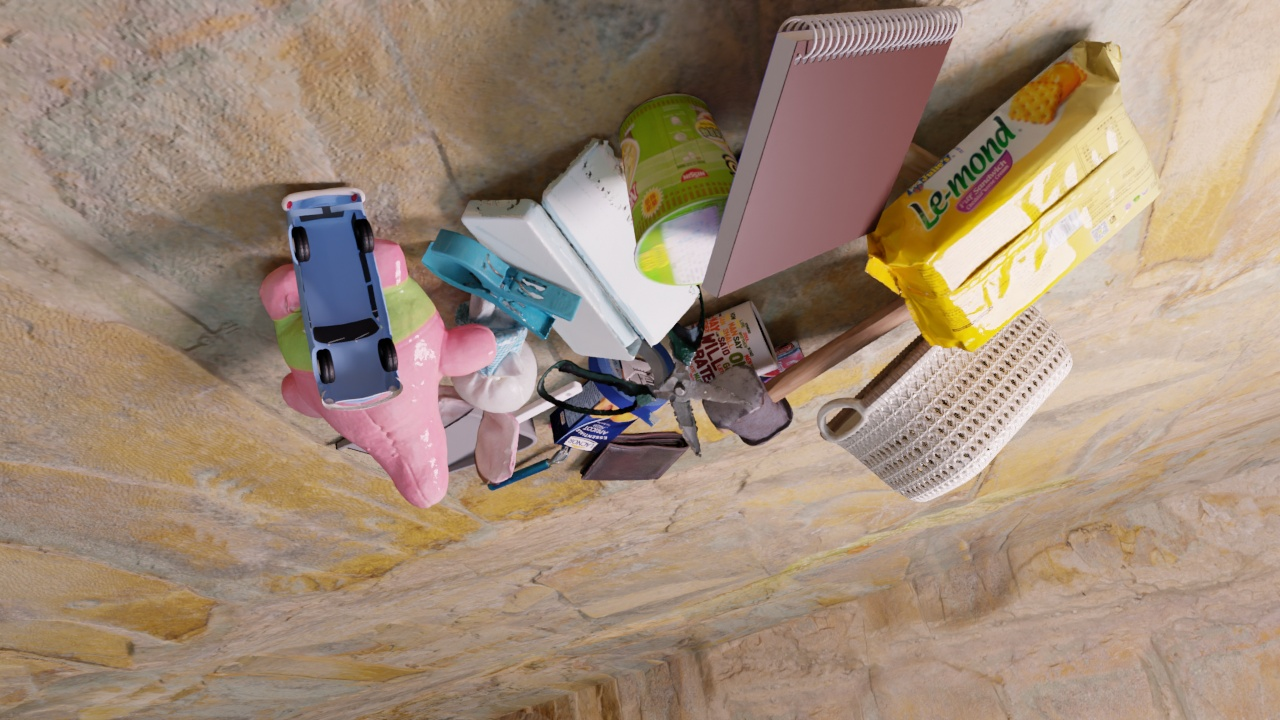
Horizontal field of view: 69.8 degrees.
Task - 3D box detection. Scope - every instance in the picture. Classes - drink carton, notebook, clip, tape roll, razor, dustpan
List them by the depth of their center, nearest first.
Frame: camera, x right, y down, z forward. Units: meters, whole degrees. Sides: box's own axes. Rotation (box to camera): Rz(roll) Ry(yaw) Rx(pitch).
[{"bbox_3d":[0.130,-0.143,0.604,0.208,0.022,0.172,-25,140,-44],"label":"notebook"},{"bbox_3d":[-0.104,-0.063,0.702,0.126,0.028,0.113,26,154,-9],"label":"clip"},{"bbox_3d":[-0.007,0.009,0.897,0.091,0.092,0.016,35,134,-12],"label":"tape roll"},{"bbox_3d":[-0.173,0.070,0.985,0.258,0.033,0.163,-27,151,21],"label":"dustpan"},{"bbox_3d":[-0.038,0.049,0.996,0.064,0.040,0.130,18,134,-37],"label":"drink carton"},{"bbox_3d":[-0.135,0.133,1.142,0.144,0.022,0.042,-29,150,25],"label":"razor"}]

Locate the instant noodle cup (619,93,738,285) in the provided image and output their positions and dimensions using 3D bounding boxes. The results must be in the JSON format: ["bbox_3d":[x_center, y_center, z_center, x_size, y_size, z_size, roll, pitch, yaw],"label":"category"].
[{"bbox_3d":[0.030,-0.123,0.644,0.099,0.107,0.099,-13,153,-7],"label":"instant noodle cup"}]

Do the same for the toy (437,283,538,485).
[{"bbox_3d":[-0.137,-0.006,0.828,0.105,0.131,0.206,-49,162,-51],"label":"toy"}]

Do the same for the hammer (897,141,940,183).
[{"bbox_3d":[0.251,-0.156,0.776,0.322,0.051,0.118,13,139,-40],"label":"hammer"}]

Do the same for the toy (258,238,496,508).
[{"bbox_3d":[-0.207,0.017,0.742,0.192,0.096,0.237,-12,116,10],"label":"toy"}]

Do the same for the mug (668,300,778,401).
[{"bbox_3d":[0.087,-0.011,0.944,0.090,0.073,0.105,-23,178,13],"label":"mug"}]

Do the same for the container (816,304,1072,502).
[{"bbox_3d":[0.311,0.025,0.931,0.245,0.143,0.185,-40,170,-21],"label":"container"}]

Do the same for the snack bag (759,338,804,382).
[{"bbox_3d":[0.152,0.010,1.039,0.075,0.018,0.155,-23,162,11],"label":"snack bag"}]

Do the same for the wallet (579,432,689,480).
[{"bbox_3d":[-0.008,0.126,1.192,0.119,0.031,0.100,2,146,-27],"label":"wallet"}]

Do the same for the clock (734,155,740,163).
[{"bbox_3d":[0.082,-0.119,0.747,0.130,0.052,0.090,-26,152,28],"label":"clock"}]

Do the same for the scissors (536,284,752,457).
[{"bbox_3d":[-0.005,0.005,0.839,0.204,0.202,0.015,-13,-165,10],"label":"scissors"}]

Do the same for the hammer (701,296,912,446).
[{"bbox_3d":[0.207,-0.023,0.860,0.329,0.052,0.098,-34,150,15],"label":"hammer"}]

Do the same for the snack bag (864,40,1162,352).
[{"bbox_3d":[0.306,-0.117,0.744,0.247,0.068,0.159,-42,131,8],"label":"snack bag"}]

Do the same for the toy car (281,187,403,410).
[{"bbox_3d":[-0.209,-0.042,0.642,0.056,0.153,0.055,-12,-176,-24],"label":"toy car"}]

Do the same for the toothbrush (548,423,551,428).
[{"bbox_3d":[-0.041,0.060,1.058,0.135,0.016,0.021,-17,147,1],"label":"toothbrush"}]

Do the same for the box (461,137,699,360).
[{"bbox_3d":[-0.041,-0.079,0.735,0.125,0.075,0.197,-37,139,0],"label":"box"}]
